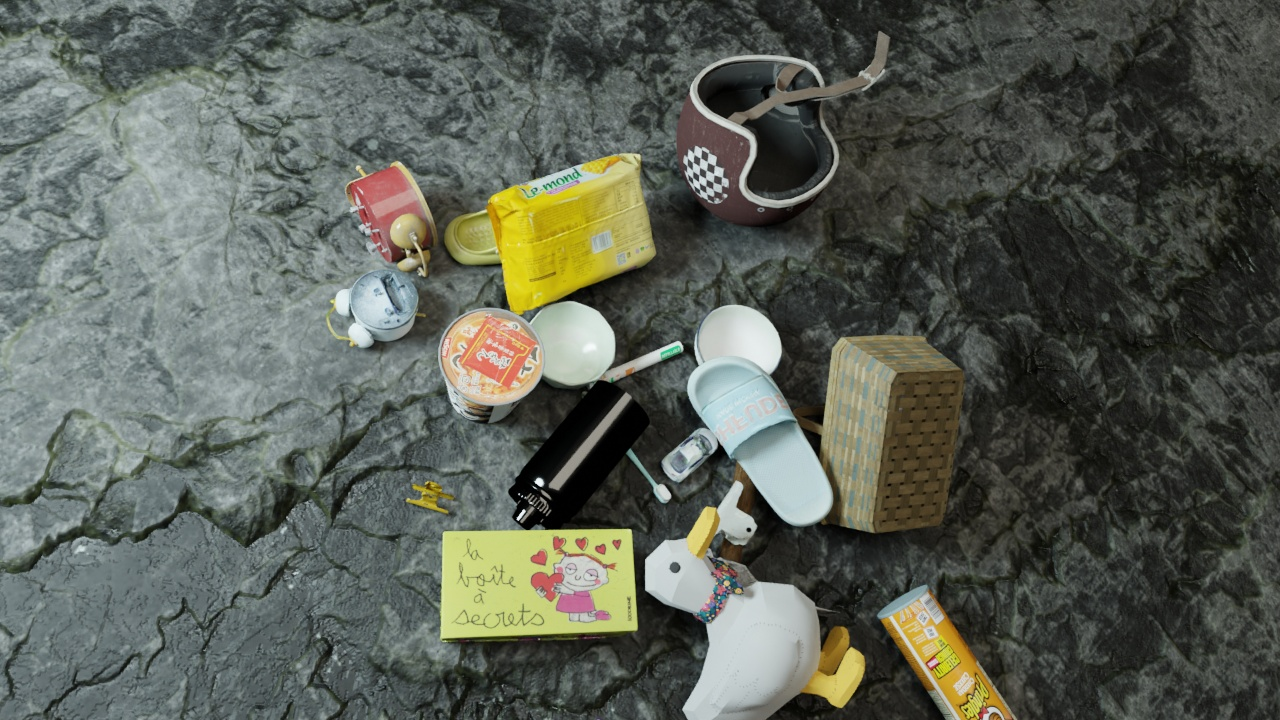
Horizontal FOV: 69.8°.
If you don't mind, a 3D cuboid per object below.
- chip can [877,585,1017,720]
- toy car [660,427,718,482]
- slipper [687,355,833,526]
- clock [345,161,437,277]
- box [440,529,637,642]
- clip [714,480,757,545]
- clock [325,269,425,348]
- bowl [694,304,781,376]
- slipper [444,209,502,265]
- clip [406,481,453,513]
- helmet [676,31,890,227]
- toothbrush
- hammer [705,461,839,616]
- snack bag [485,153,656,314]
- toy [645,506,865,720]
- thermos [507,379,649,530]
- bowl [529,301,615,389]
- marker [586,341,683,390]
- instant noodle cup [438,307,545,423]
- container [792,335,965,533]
[{"bbox_3d":[0.388,0.393,1.140,0.075,0.075,0.215,-27,77,-23],"label":"chip can"},{"bbox_3d":[0.067,0.121,1.198,0.089,0.027,0.038,-39,80,-25],"label":"toy car"},{"bbox_3d":[0.155,0.098,1.149,0.104,0.074,0.245,-35,82,4],"label":"slipper"},{"bbox_3d":[-0.316,-0.172,1.171,0.081,0.117,0.159,-29,70,-20],"label":"clock"},{"bbox_3d":[-0.121,0.261,1.060,0.221,0.082,0.124,5,67,-14],"label":"box"},{"bbox_3d":[0.115,0.199,1.130,0.056,0.046,0.101,31,62,14],"label":"clip"},{"bbox_3d":[-0.335,-0.063,1.153,0.117,0.057,0.083,-22,75,-22],"label":"clock"},{"bbox_3d":[0.126,-0.010,1.248,0.118,0.062,0.118,4,66,-10],"label":"bowl"},{"bbox_3d":[-0.169,-0.182,1.236,0.190,0.082,0.091,-9,68,-15],"label":"slipper"},{"bbox_3d":[-0.248,0.158,1.091,0.054,0.050,0.044,19,29,-6],"label":"clip"},{"bbox_3d":[0.173,-0.316,1.283,0.234,0.254,0.232,27,55,25],"label":"helmet"},{"bbox_3d":[-0.020,0.110,1.187,0.016,0.017,0.180,-35,79,-23],"label":"toothbrush"},{"bbox_3d":[0.173,0.170,1.200,0.217,0.037,0.299,19,64,-7],"label":"hammer"},{"bbox_3d":[-0.083,-0.166,1.200,0.246,0.068,0.160,-26,120,-31],"label":"snack bag"},{"bbox_3d":[0.116,0.314,1.059,0.267,0.141,0.247,22,95,-2],"label":"toy"},{"bbox_3d":[-0.082,0.125,1.118,0.086,0.086,0.198,39,70,3],"label":"thermos"},{"bbox_3d":[-0.094,-0.012,1.193,0.117,0.061,0.117,5,66,-12],"label":"bowl"},{"bbox_3d":[-0.007,0.007,1.232,0.145,0.017,0.017,-23,75,-23],"label":"marker"},{"bbox_3d":[-0.187,0.017,1.122,0.123,0.122,0.123,5,66,-13],"label":"instant noodle cup"},{"bbox_3d":[0.299,0.090,1.195,0.157,0.186,0.250,-2,104,-24],"label":"container"}]
